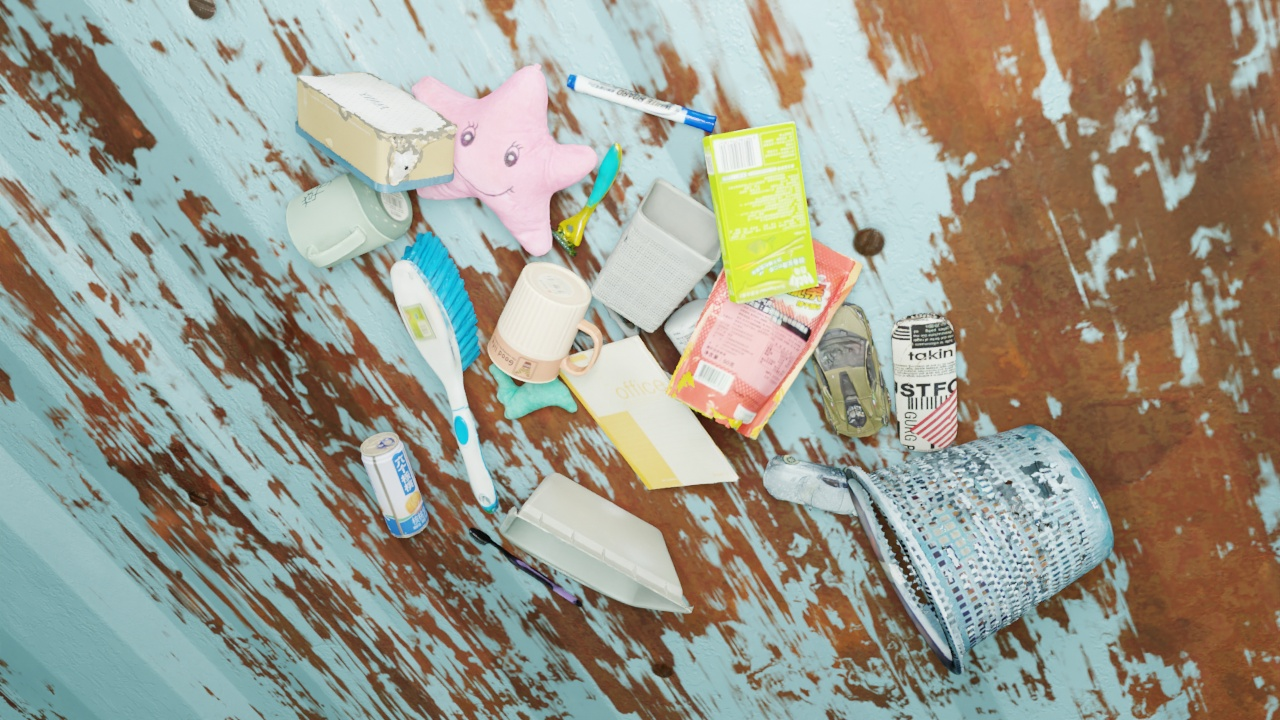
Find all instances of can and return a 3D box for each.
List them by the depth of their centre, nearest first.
[{"bbox_3d":[0.086,0.006,0.980,0.058,0.058,0.147,-25,113,26],"label":"can"},{"bbox_3d":[-0.316,0.160,1.179,0.053,0.053,0.135,-2,121,15],"label":"can"}]

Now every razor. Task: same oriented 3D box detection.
[{"bbox_3d":[-0.050,-0.166,0.924,0.043,0.028,0.133,50,128,19],"label":"razor"}]

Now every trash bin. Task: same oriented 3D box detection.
[{"bbox_3d":[0.347,0.171,0.929,0.195,0.226,0.227,-25,114,1],"label":"trash bin"}]

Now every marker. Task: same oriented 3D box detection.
[{"bbox_3d":[0.001,-0.244,0.869,0.146,0.016,0.017,18,124,3],"label":"marker"}]

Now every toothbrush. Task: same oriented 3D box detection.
[{"bbox_3d":[-0.156,0.282,1.240,0.189,0.014,0.017,37,130,-10],"label":"toothbrush"}]

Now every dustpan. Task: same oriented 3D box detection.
[{"bbox_3d":[-0.072,0.245,1.092,0.222,0.257,0.143,30,100,-6],"label":"dustpan"}]

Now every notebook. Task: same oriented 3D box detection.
[{"bbox_3d":[0.004,0.066,1.039,0.146,0.010,0.206,-14,119,45],"label":"notebook"}]

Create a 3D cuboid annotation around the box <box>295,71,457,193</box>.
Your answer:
[{"bbox_3d":[-0.256,-0.222,0.870,0.184,0.089,0.061,35,129,36],"label":"box"}]

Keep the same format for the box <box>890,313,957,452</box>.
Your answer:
[{"bbox_3d":[0.294,0.028,0.946,0.070,0.055,0.164,-15,118,1],"label":"box"}]

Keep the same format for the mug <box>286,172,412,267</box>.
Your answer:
[{"bbox_3d":[-0.302,-0.143,0.952,0.106,0.111,0.082,-16,130,20],"label":"mug"}]

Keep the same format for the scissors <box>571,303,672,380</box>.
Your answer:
[{"bbox_3d":[-0.004,-0.001,1.004,0.160,0.014,0.178,4,122,27],"label":"scissors"}]

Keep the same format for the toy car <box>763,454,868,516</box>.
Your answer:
[{"bbox_3d":[0.201,0.145,1.053,0.121,0.036,0.054,13,124,9],"label":"toy car"}]

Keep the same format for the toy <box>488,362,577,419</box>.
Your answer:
[{"bbox_3d":[-0.132,0.036,1.071,0.092,0.030,0.096,-26,107,24],"label":"toy"}]

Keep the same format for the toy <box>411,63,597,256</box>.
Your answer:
[{"bbox_3d":[-0.140,-0.212,0.891,0.194,0.074,0.179,30,118,2],"label":"toy"}]

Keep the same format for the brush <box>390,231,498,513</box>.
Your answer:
[{"bbox_3d":[-0.207,0.019,1.031,0.061,0.109,0.315,-10,118,16],"label":"brush"}]

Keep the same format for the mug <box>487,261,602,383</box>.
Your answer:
[{"bbox_3d":[-0.095,-0.033,0.984,0.114,0.081,0.106,31,122,3],"label":"mug"}]

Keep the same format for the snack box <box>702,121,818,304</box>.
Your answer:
[{"bbox_3d":[0.113,-0.137,0.856,0.085,0.026,0.156,-13,101,-10],"label":"snack box"}]

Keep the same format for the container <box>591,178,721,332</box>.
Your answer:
[{"bbox_3d":[0.015,-0.101,0.914,0.090,0.090,0.115,33,126,-7],"label":"container"}]

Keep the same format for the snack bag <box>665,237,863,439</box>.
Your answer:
[{"bbox_3d":[0.118,-0.033,0.911,0.128,0.073,0.208,26,96,-8],"label":"snack bag"}]

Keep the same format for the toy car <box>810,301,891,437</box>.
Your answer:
[{"bbox_3d":[0.216,0.012,0.963,0.070,0.042,0.158,-13,115,20],"label":"toy car"}]
